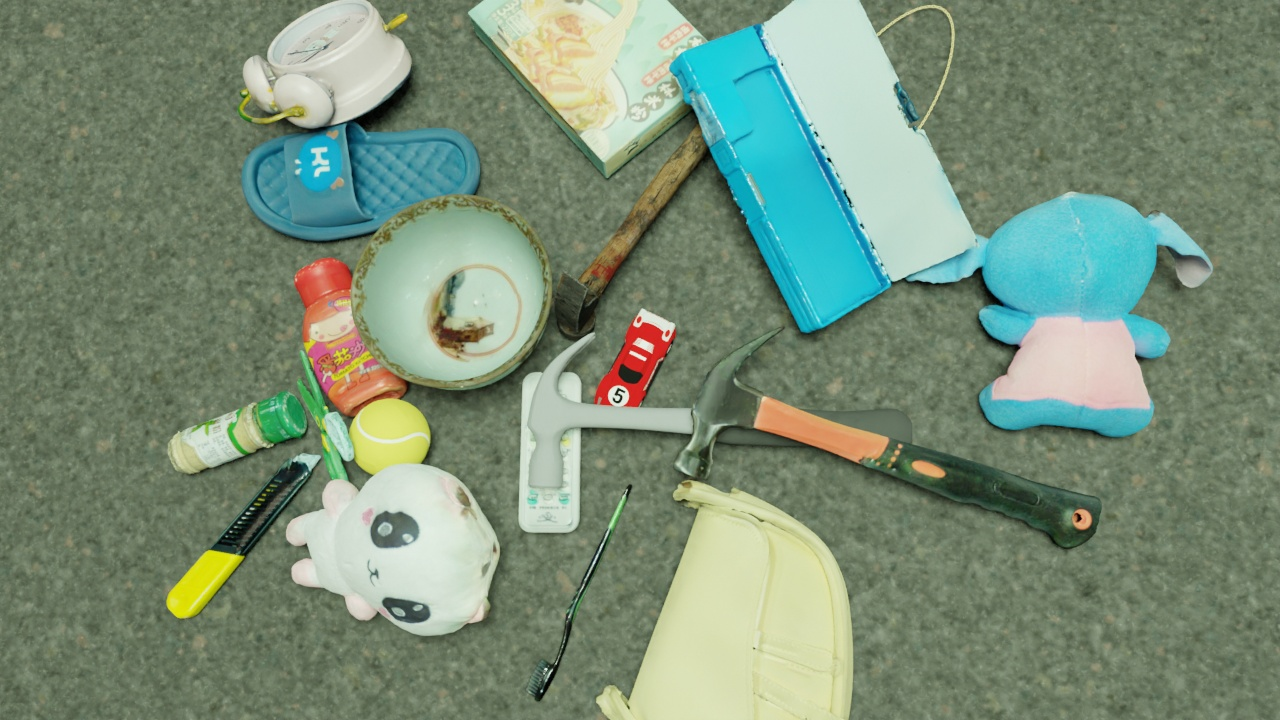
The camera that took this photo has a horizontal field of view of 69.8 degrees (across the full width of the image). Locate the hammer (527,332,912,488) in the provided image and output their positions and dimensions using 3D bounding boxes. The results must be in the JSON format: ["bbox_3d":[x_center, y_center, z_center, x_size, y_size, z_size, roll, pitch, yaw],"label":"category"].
[{"bbox_3d":[0.065,0.047,0.744,0.311,0.029,0.125,3,84,-2],"label":"hammer"}]

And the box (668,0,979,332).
[{"bbox_3d":[0.142,-0.161,0.719,0.113,0.114,0.243,-29,94,-27],"label":"box"}]

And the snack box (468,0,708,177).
[{"bbox_3d":[-0.038,-0.280,0.822,0.141,0.044,0.193,-40,78,-5],"label":"snack box"}]

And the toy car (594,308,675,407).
[{"bbox_3d":[-0.004,0.004,0.774,0.038,0.025,0.089,26,82,9],"label":"toy car"}]

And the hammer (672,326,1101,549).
[{"bbox_3d":[0.202,0.077,0.720,0.333,0.033,0.133,19,84,-2],"label":"hammer"}]

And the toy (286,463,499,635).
[{"bbox_3d":[-0.198,0.148,0.726,0.180,0.101,0.139,-5,101,12],"label":"toy"}]

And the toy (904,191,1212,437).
[{"bbox_3d":[0.327,-0.036,0.729,0.224,0.099,0.191,1,90,12],"label":"toy"}]

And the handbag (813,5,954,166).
[{"bbox_3d":[0.220,-0.242,0.806,0.084,0.027,0.178,33,82,10],"label":"handbag"}]

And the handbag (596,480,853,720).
[{"bbox_3d":[0.078,0.223,0.696,0.191,0.088,0.232,19,81,11],"label":"handbag"}]

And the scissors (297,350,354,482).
[{"bbox_3d":[-0.262,0.046,0.758,0.012,0.113,0.131,-18,85,-32],"label":"scissors"}]

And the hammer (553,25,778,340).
[{"bbox_3d":[0.032,-0.164,0.771,0.033,0.120,0.329,34,77,3],"label":"hammer"}]

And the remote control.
[{"bbox_3d":[-0.074,0.076,0.767,0.050,0.022,0.133,0,79,5],"label":"remote control"}]

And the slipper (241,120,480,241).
[{"bbox_3d":[-0.248,-0.161,0.809,0.214,0.059,0.103,-4,81,2],"label":"slipper"}]

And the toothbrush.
[{"bbox_3d":[-0.049,0.186,0.749,0.017,0.014,0.188,22,81,16],"label":"toothbrush"}]

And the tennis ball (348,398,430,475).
[{"bbox_3d":[-0.207,0.064,0.757,0.065,0.065,0.065,-1,79,4],"label":"tennis ball"}]

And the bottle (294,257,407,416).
[{"bbox_3d":[-0.251,-0.022,0.786,0.071,0.048,0.134,-27,78,0],"label":"bottle"}]

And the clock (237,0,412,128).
[{"bbox_3d":[-0.278,-0.251,0.798,0.117,0.059,0.157,30,66,38],"label":"clock"}]

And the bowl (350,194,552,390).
[{"bbox_3d":[-0.145,-0.046,0.759,0.160,0.094,0.159,-1,79,4],"label":"bowl"}]

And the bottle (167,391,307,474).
[{"bbox_3d":[-0.343,0.063,0.781,0.110,0.043,0.042,-20,78,1],"label":"bottle"}]

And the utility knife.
[{"bbox_3d":[-0.333,0.144,0.775,0.029,0.020,0.174,39,85,10],"label":"utility knife"}]
